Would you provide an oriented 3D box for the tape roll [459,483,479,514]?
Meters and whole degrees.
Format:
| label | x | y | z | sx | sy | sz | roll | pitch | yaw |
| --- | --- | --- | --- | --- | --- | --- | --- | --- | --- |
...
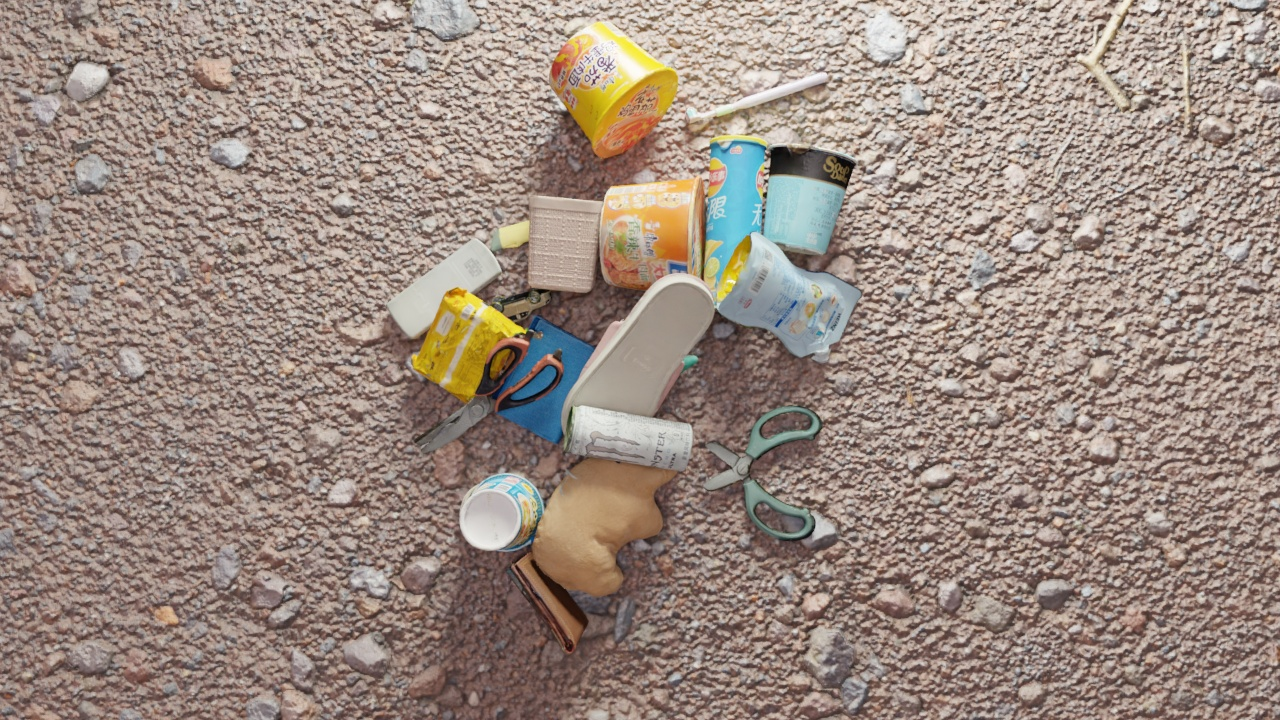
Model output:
| label | x | y | z | sx | sy | sz | roll | pitch | yaw |
| --- | --- | --- | --- | --- | --- | --- | --- | --- | --- |
| tape roll | -0.183 | 0.193 | 1.151 | 0.086 | 0.014 | 0.085 | 0 | 86 | 2 |

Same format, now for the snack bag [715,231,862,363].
| label | x | y | z | sx | sy | sz | roll | pitch | yaw |
| --- | --- | --- | --- | --- | --- | --- | --- | --- | --- |
| snack bag | 0.181 | -0.072 | 1.111 | 0.191 | 0.039 | 0.110 | 25 | 82 | -30 |

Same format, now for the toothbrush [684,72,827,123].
| label | x | y | z | sx | sy | sz | roll | pitch | yaw |
| --- | --- | --- | --- | --- | --- | --- | --- | --- | --- |
| toothbrush | 0.150 | -0.339 | 1.179 | 0.189 | 0.029 | 0.021 | -17 | 125 | -1 |

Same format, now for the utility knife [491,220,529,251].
| label | x | y | z | sx | sy | sz | roll | pitch | yaw |
| --- | --- | --- | --- | --- | --- | --- | --- | --- | --- |
| utility knife | -0.087 | -0.177 | 1.174 | 0.219 | 0.022 | 0.031 | -13 | 90 | 7 |

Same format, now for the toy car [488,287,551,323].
| label | x | y | z | sx | sy | sz | roll | pitch | yaw |
| --- | --- | --- | --- | --- | --- | --- | --- | --- | --- |
| toy car | -0.154 | -0.069 | 1.157 | 0.090 | 0.042 | 0.035 | -19 | 107 | 5 |

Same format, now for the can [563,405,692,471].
| label | x | y | z | sx | sy | sz | roll | pitch | yaw |
| --- | --- | --- | --- | --- | --- | --- | --- | --- | --- |
| can | -0.014 | 0.092 | 1.087 | 0.146 | 0.058 | 0.058 | 10 | 86 | -9 |

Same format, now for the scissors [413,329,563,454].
| label | x | y | z | sx | sy | sz | roll | pitch | yaw |
| --- | --- | --- | --- | --- | --- | --- | --- | --- | --- |
| scissors | -0.197 | 0.040 | 1.122 | 0.207 | 0.015 | 0.193 | 0 | 115 | -2 |

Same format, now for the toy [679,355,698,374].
| label | x | y | z | sx | sy | sz | roll | pitch | yaw |
| --- | --- | --- | --- | --- | --- | --- | --- | --- | --- |
| toy | 0.013 | -0.015 | 1.155 | 0.096 | 0.030 | 0.092 | -27 | 81 | 8 |

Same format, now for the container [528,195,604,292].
| label | x | y | z | sx | sy | sz | roll | pitch | yaw |
| --- | --- | --- | --- | --- | --- | --- | --- | --- | --- |
| container | -0.093 | -0.144 | 1.130 | 0.090 | 0.090 | 0.111 | 6 | 100 | 0 |

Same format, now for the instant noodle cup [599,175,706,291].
| label | x | y | z | sx | sy | sz | roll | pitch | yaw |
| --- | --- | --- | --- | --- | --- | --- | --- | --- | --- |
| instant noodle cup | 0.017 | -0.149 | 1.110 | 0.111 | 0.151 | 0.151 | 3 | 86 | 10 |

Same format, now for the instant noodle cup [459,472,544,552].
| label | x | y | z | sx | sy | sz | roll | pitch | yaw |
| --- | --- | --- | --- | --- | --- | --- | --- | --- | --- |
| instant noodle cup | -0.168 | 0.184 | 1.089 | 0.099 | 0.110 | 0.099 | 0 | 84 | 2 |

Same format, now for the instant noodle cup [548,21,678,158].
| label | x | y | z | sx | sy | sz | roll | pitch | yaw |
| --- | --- | --- | --- | --- | --- | --- | --- | --- | --- |
| instant noodle cup | -0.039 | -0.339 | 1.133 | 0.138 | 0.138 | 0.110 | -42 | 78 | -2 |

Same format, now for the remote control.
| label | x | y | z | sx | sy | sz | roll | pitch | yaw |
| --- | --- | --- | --- | --- | --- | --- | --- | --- | --- |
| remote control | -0.249 | -0.092 | 1.171 | 0.150 | 0.021 | 0.058 | -37 | 85 | -1 |

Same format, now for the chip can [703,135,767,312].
| label | x | y | z | sx | sy | sz | roll | pitch | yaw |
| --- | --- | --- | --- | --- | --- | --- | --- | --- | --- |
| chip can | 0.115 | -0.165 | 1.131 | 0.071 | 0.071 | 0.210 | 3 | 90 | 2 |

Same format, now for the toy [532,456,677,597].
| label | x | y | z | sx | sy | sz | roll | pitch | yaw |
| --- | --- | --- | --- | --- | --- | --- | --- | --- | --- |
| toy | -0.037 | 0.177 | 1.116 | 0.143 | 0.082 | 0.226 | 38 | 86 | -24 |

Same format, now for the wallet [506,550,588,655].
| label | x | y | z | sx | sy | sz | roll | pitch | yaw |
| --- | --- | --- | --- | --- | --- | --- | --- | --- | --- |
| wallet | -0.111 | 0.287 | 1.098 | 0.032 | 0.101 | 0.124 | -38 | 86 | 0 |

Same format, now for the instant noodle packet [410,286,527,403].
| label | x | y | z | sx | sy | sz | roll | pitch | yaw |
| --- | --- | --- | --- | --- | --- | --- | --- | --- | --- |
| instant noodle packet | -0.213 | -0.018 | 1.136 | 0.111 | 0.044 | 0.129 | 32 | 112 | -1 |

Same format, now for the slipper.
| label | x | y | z | sx | sy | sz | roll | pitch | yaw |
| --- | --- | --- | --- | --- | --- | --- | --- | --- | --- |
| slipper | -0.006 | 0.006 | 1.102 | 0.114 | 0.054 | 0.275 | 24 | 117 | -18 |

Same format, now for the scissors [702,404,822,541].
| label | x | y | z | sx | sy | sz | roll | pitch | yaw |
| --- | --- | --- | --- | --- | --- | --- | --- | --- | --- |
| scissors | 0.170 | 0.148 | 1.142 | 0.170 | 0.019 | 0.180 | -29 | 86 | -2 |

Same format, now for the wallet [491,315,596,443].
| label | x | y | z | sx | sy | sz | roll | pitch | yaw |
| --- | --- | --- | --- | --- | --- | --- | --- | --- | --- |
| wallet | -0.118 | 0.024 | 1.149 | 0.106 | 0.040 | 0.133 | 28 | 95 | 3 |

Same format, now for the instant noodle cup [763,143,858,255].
| label | x | y | z | sx | sy | sz | roll | pitch | yaw |
| --- | --- | --- | --- | --- | --- | --- | --- | --- | --- |
| instant noodle cup | 0.199 | -0.194 | 1.127 | 0.111 | 0.111 | 0.120 | 12 | 94 | 3 |
